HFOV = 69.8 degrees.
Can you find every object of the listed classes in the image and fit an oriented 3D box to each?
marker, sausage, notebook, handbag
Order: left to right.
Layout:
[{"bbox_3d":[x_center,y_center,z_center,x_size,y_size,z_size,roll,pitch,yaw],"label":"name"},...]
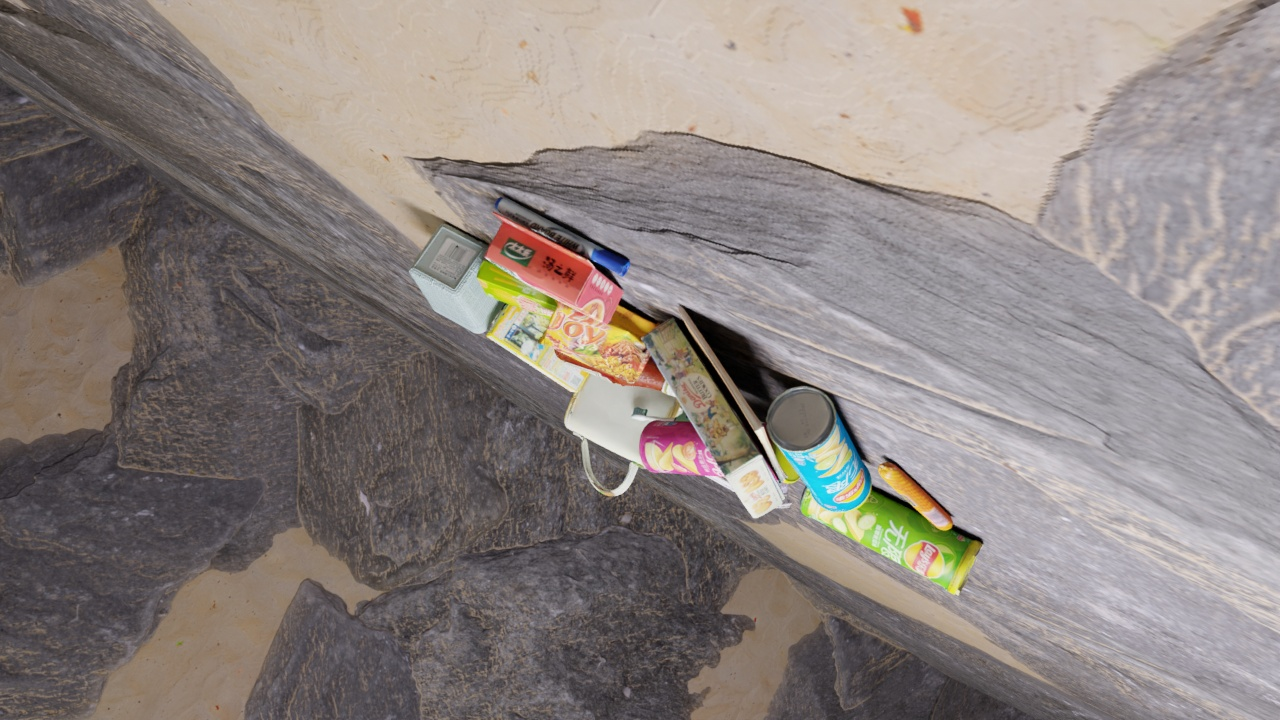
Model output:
[{"bbox_3d":[-0.075,-0.119,0.869,0.146,0.017,0.017,29,169,13],"label":"marker"},{"bbox_3d":[-0.031,0.101,1.312,0.163,0.178,0.063,24,173,29],"label":"handbag"},{"bbox_3d":[0.099,0.041,0.956,0.149,0.012,0.211,58,-179,25],"label":"notebook"},{"bbox_3d":[0.310,0.153,1.030,0.165,0.021,0.021,39,167,-35],"label":"sausage"}]

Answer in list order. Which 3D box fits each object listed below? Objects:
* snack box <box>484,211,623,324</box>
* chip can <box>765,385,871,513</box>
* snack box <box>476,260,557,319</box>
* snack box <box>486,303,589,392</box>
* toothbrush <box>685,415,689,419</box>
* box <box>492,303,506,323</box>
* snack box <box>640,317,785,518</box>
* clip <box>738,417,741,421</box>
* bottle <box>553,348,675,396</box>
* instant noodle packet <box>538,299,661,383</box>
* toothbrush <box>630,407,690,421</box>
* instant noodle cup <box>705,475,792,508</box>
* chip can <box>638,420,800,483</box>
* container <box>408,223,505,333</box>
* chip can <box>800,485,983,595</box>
[{"bbox_3d":[-0.089,-0.089,0.918,0.113,0.044,0.127,28,179,18],"label":"snack box"},{"bbox_3d":[0.194,0.099,0.974,0.071,0.071,0.210,25,167,31],"label":"chip can"},{"bbox_3d":[-0.114,-0.072,1.091,0.156,0.026,0.086,20,169,2],"label":"snack box"},{"bbox_3d":[-0.119,-0.030,1.199,0.140,0.086,0.034,35,169,-19],"label":"snack box"},{"bbox_3d":[0.071,0.063,1.209,0.014,0.017,0.189,20,-176,4],"label":"toothbrush"},{"bbox_3d":[-0.132,-0.038,1.267,0.164,0.071,0.060,33,145,-28],"label":"box"},{"bbox_3d":[0.081,0.065,0.985,0.182,0.046,0.178,60,-177,27],"label":"snack box"},{"bbox_3d":[0.138,0.094,1.234,0.035,0.094,0.102,30,-152,-1],"label":"clip"},{"bbox_3d":[-0.007,0.007,1.143,0.206,0.059,0.060,22,168,13],"label":"bottle"},{"bbox_3d":[-0.046,-0.028,1.025,0.128,0.044,0.111,25,145,-5],"label":"instant noodle packet"},{"bbox_3d":[0.079,0.086,1.208,0.225,0.027,0.026,5,155,36],"label":"toothbrush"},{"bbox_3d":[0.138,0.148,1.319,0.173,0.060,0.138,28,-175,25],"label":"instant noodle cup"},{"bbox_3d":[0.097,0.109,1.132,0.211,0.071,0.071,-2,149,42],"label":"chip can"},{"bbox_3d":[-0.226,-0.105,1.156,0.090,0.089,0.111,28,167,15],"label":"container"},{"bbox_3d":[0.308,0.209,1.151,0.221,0.072,0.072,26,168,26],"label":"chip can"}]
